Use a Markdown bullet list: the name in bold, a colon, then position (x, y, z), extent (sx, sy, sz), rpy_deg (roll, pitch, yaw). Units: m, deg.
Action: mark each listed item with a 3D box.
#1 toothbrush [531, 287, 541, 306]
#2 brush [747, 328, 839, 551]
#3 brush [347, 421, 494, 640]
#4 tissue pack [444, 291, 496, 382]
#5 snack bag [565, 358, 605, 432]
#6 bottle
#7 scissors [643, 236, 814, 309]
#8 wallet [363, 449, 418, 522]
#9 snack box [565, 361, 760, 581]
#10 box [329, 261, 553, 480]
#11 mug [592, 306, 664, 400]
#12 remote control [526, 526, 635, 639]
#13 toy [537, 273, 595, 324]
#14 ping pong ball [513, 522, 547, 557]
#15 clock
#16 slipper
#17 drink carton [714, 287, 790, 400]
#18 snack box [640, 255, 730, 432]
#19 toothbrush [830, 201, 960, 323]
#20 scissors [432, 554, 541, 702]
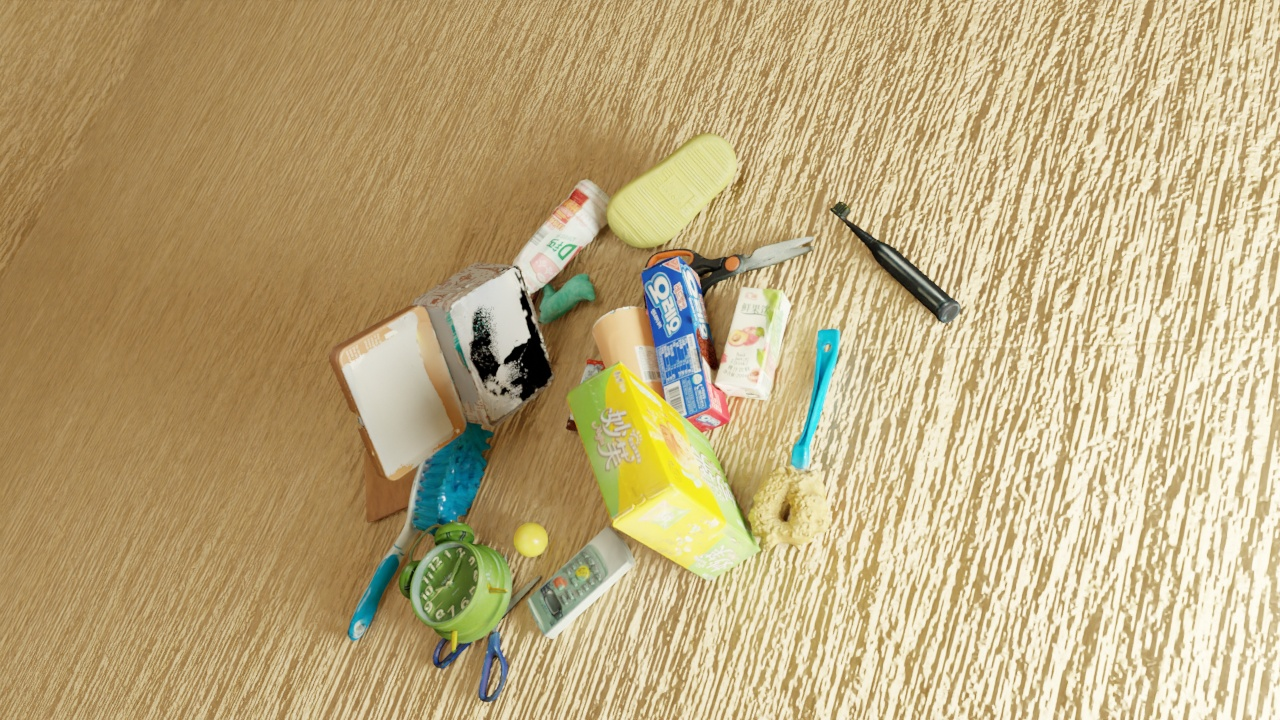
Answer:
- **toothbrush**: position (-0.139, -0.127, 1.297), extent (0.017, 0.016, 0.187), rpy_deg (-2, 64, 44)
- **brush**: position (0.174, 0.079, 0.958), extent (0.083, 0.046, 0.254), rpy_deg (-2, 60, 38)
- **brush**: position (-0.286, 0.217, 1.183), extent (0.110, 0.060, 0.314), rpy_deg (4, 69, 41)
- **tissue pack**: position (-0.245, -0.036, 1.287), extent (0.133, 0.050, 0.093), rpy_deg (-36, 42, 11)
- **snack bag**: position (-0.063, 0.040, 1.143), extent (0.045, 0.026, 0.105), rpy_deg (5, 69, 32)
- **bottle**: position (-0.118, -0.156, 1.257), extent (0.197, 0.068, 0.068), rpy_deg (-48, 49, -2)
- **scissors**: position (0.104, -0.098, 1.118), extent (0.235, 0.021, 0.148), rpy_deg (10, 78, 33)
- **wallet**: position (-0.340, 0.158, 1.271), extent (0.101, 0.020, 0.115), rpy_deg (-23, 57, 21)
- **snack box**: position (0.025, 0.115, 0.920), extent (0.070, 0.210, 0.157), rpy_deg (-34, 52, 12)
- **box**: position (-0.235, 0.009, 1.110), extent (0.082, 0.177, 0.258), rpy_deg (8, 33, 39)
- **mug**: position (-0.007, 0.006, 1.096), extent (0.078, 0.078, 0.122), rpy_deg (-28, 57, 18)
- **remote control**: position (-0.068, 0.249, 1.033), extent (0.135, 0.019, 0.056), rpy_deg (-43, 49, 6)
- **toy**: position (-0.105, -0.087, 1.242), extent (0.092, 0.030, 0.096), rpy_deg (-35, 39, 11)
- **ping pong ball**: position (-0.129, 0.211, 1.082), extent (0.040, 0.040, 0.040), rpy_deg (-16, 57, 26)
- **clock**: position (-0.225, 0.260, 1.091), extent (0.116, 0.056, 0.161), rpy_deg (-48, 51, -3)
- **slipper**: position (0.044, -0.223, 1.194), extent (0.191, 0.091, 0.081), rpy_deg (-35, 12, 23)
- **drink carton**: position (0.129, -0.019, 1.034), extent (0.054, 0.045, 0.122), rpy_deg (6, 69, 30)
- **snack box**: position (0.050, -0.020, 1.067), extent (0.057, 0.058, 0.207), rpy_deg (-23, 60, 22)
- **toothbrush**: position (0.272, -0.114, 1.004), extent (0.027, 0.026, 0.212), rpy_deg (-49, 47, 17)
- **scissors**: position (-0.178, 0.317, 1.076), extent (0.163, 0.012, 0.174), rpy_deg (-27, 51, 18)
